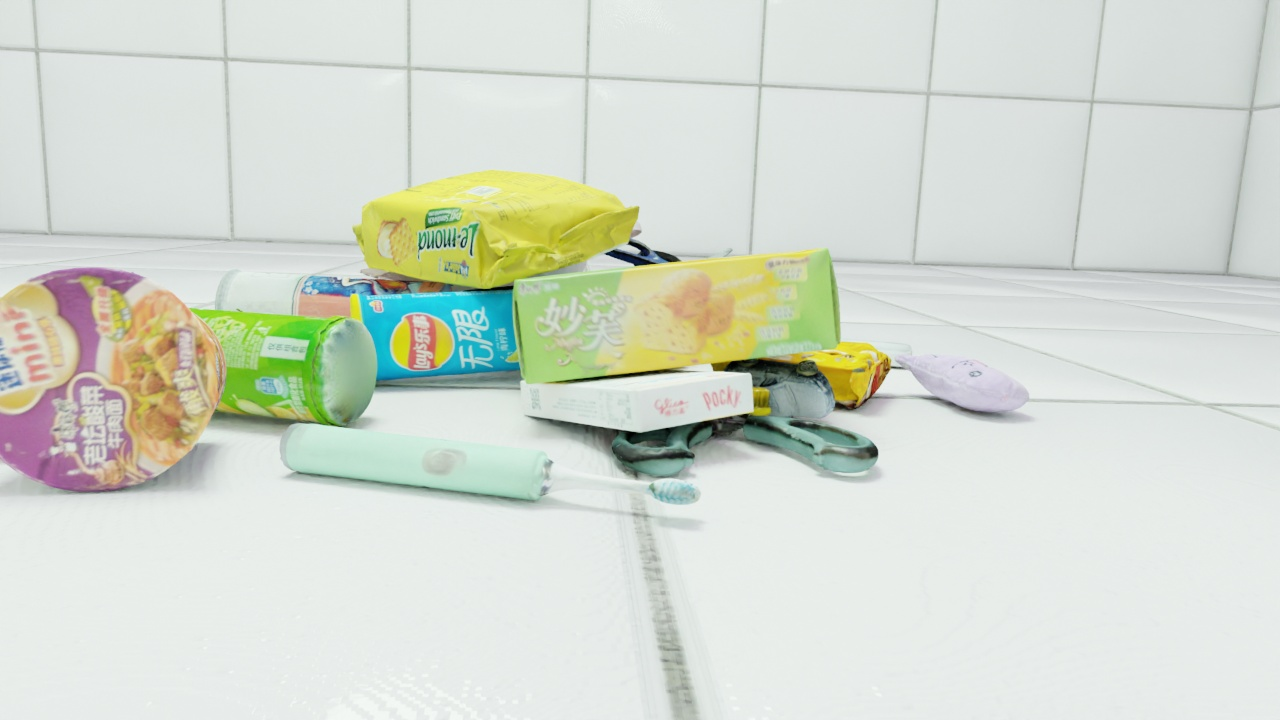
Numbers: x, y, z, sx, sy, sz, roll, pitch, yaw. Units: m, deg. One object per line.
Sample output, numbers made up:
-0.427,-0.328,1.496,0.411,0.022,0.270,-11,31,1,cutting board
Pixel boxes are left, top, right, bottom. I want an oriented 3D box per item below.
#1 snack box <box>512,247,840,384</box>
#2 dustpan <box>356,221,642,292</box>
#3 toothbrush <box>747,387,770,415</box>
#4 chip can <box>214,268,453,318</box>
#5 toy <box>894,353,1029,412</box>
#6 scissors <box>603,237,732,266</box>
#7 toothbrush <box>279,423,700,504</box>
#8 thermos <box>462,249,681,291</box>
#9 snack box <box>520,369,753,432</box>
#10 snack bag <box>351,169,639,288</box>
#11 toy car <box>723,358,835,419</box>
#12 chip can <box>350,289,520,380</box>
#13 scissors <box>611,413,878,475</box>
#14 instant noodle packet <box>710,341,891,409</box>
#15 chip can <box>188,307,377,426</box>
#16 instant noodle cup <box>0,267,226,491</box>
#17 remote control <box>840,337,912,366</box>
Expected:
0.018,-0.034,0.657,0.210,0.070,0.157,-6,5,-5,snack box
-0.146,-0.121,1.014,0.273,0.139,0.222,16,1,-8,dustpan
0.054,0.021,0.660,0.015,0.016,0.190,2,3,-13,toothbrush
-0.289,-0.047,0.883,0.215,0.071,0.071,4,10,3,chip can
0.262,0.018,0.727,0.084,0.039,0.108,11,6,-14,toy
0.031,-0.081,0.877,0.162,0.012,0.172,33,45,22,scissors
-0.080,0.055,0.466,0.225,0.026,0.027,5,-11,14,toothbrush
-0.054,-0.055,0.879,0.242,0.090,0.069,-10,-21,-30,thermos
-0.008,0.022,0.598,0.084,0.027,0.157,-8,6,-32,snack box
-0.138,-0.124,0.824,0.157,0.068,0.247,-26,28,-38,snack bag
0.098,0.022,0.664,0.091,0.043,0.034,8,38,44,toy car
-0.126,-0.023,0.752,0.210,0.071,0.071,-4,11,-20,chip can
0.047,0.048,0.562,0.180,0.019,0.170,-6,13,-35,scissors
0.130,0.007,0.746,0.128,0.044,0.110,6,9,23,instant noodle packet
-0.284,0.000,0.609,0.221,0.072,0.072,5,10,14,chip can
-0.275,0.009,0.490,0.111,0.111,0.099,0,1,-13,instant noodle cup
0.205,-0.010,0.931,0.136,0.020,0.055,5,11,16,remote control
